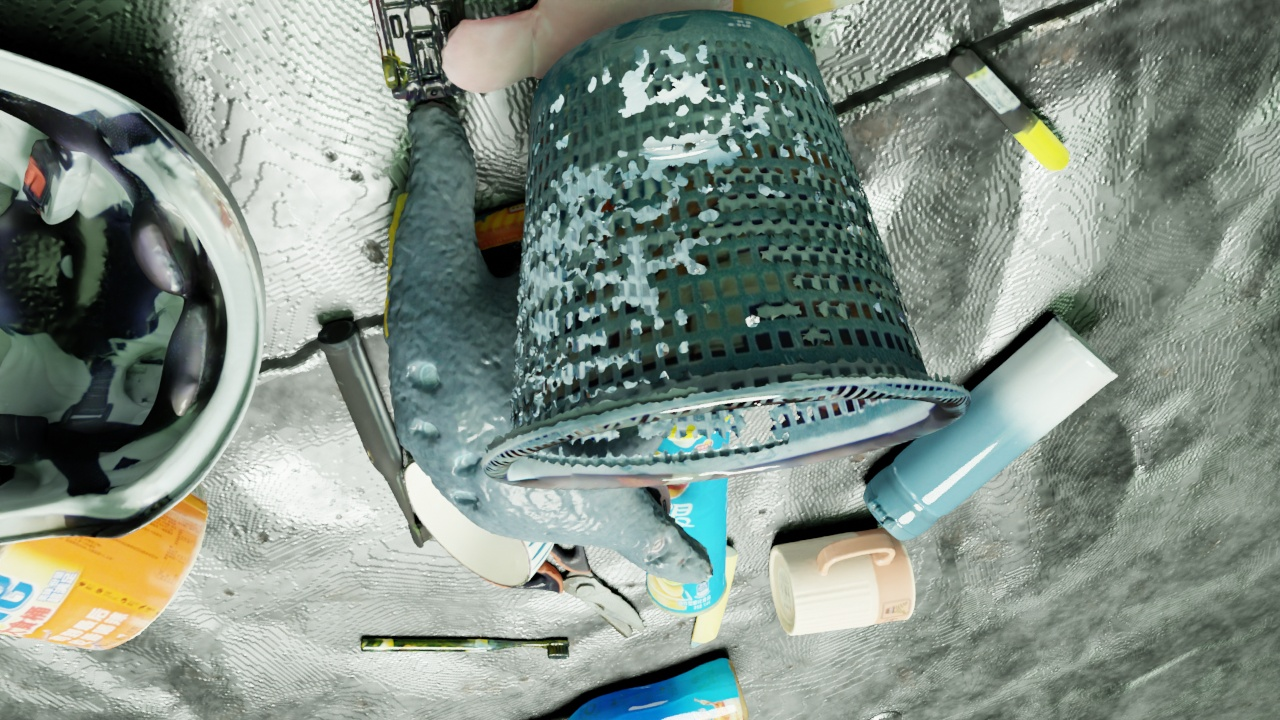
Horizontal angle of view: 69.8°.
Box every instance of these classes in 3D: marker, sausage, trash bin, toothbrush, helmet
[{"bbox_3d":[0.236,-0.160,0.587,0.124,0.015,0.018,31,114,-29],"label":"marker"},{"bbox_3d":[-0.036,-0.095,0.560,0.165,0.021,0.021,-16,130,-3],"label":"sausage"},{"bbox_3d":[0.028,-0.049,0.458,0.226,0.195,0.227,-6,165,-2],"label":"trash bin"},{"bbox_3d":[-0.151,0.255,0.810,0.185,0.017,0.012,7,132,-20],"label":"toothbrush"},{"bbox_3d":[-0.179,0.062,0.645,0.027,0.026,0.213,-41,140,-32],"label":"toothbrush"},{"bbox_3d":[-0.308,-0.036,0.443,0.258,0.146,0.229,5,100,-10],"label":"helmet"}]

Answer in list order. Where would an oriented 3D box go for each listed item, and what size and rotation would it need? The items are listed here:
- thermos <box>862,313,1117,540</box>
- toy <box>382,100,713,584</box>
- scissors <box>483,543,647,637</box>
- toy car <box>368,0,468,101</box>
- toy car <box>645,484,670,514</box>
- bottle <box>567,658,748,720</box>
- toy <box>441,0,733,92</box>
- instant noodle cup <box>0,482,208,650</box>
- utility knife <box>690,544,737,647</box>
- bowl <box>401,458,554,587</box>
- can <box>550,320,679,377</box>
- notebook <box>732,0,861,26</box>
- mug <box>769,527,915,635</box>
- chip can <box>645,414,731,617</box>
[{"bbox_3d":[0.274,0.061,0.743,0.070,0.070,0.221,28,117,-31],"label":"thermos"},{"bbox_3d":[-0.069,0.031,0.551,0.137,0.091,0.356,-39,112,-15],"label":"toy"},{"bbox_3d":[-0.069,0.193,0.786,0.193,0.015,0.207,-3,128,-15],"label":"scissors"},{"bbox_3d":[-0.112,-0.182,0.461,0.049,0.031,0.106,-11,138,-8],"label":"toy car"},{"bbox_3d":[-0.032,0.085,0.663,0.122,0.037,0.056,15,131,27],"label":"toy car"},{"bbox_3d":[-0.006,0.352,0.898,0.218,0.065,0.065,-16,130,-1],"label":"bottle"},{"bbox_3d":[-0.024,-0.183,0.465,0.159,0.054,0.121,-8,131,-23],"label":"toy"},{"bbox_3d":[-0.350,0.102,0.558,0.151,0.151,0.111,-33,137,11],"label":"instant noodle cup"},{"bbox_3d":[0.066,0.219,0.842,0.031,0.018,0.163,-1,126,-9],"label":"utility knife"},{"bbox_3d":[-0.103,0.096,0.652,0.066,0.116,0.117,-45,143,-37],"label":"bowl"},{"bbox_3d":[-0.004,0.004,0.623,0.146,0.058,0.058,-13,130,-5],"label":"can"},{"bbox_3d":[0.096,-0.278,0.456,0.146,0.010,0.206,-17,130,0],"label":"notebook"},{"bbox_3d":[0.176,0.186,0.796,0.106,0.081,0.115,-7,145,-8],"label":"mug"},{"bbox_3d":[0.034,0.108,0.707,0.071,0.071,0.211,-10,129,-8],"label":"chip can"}]
